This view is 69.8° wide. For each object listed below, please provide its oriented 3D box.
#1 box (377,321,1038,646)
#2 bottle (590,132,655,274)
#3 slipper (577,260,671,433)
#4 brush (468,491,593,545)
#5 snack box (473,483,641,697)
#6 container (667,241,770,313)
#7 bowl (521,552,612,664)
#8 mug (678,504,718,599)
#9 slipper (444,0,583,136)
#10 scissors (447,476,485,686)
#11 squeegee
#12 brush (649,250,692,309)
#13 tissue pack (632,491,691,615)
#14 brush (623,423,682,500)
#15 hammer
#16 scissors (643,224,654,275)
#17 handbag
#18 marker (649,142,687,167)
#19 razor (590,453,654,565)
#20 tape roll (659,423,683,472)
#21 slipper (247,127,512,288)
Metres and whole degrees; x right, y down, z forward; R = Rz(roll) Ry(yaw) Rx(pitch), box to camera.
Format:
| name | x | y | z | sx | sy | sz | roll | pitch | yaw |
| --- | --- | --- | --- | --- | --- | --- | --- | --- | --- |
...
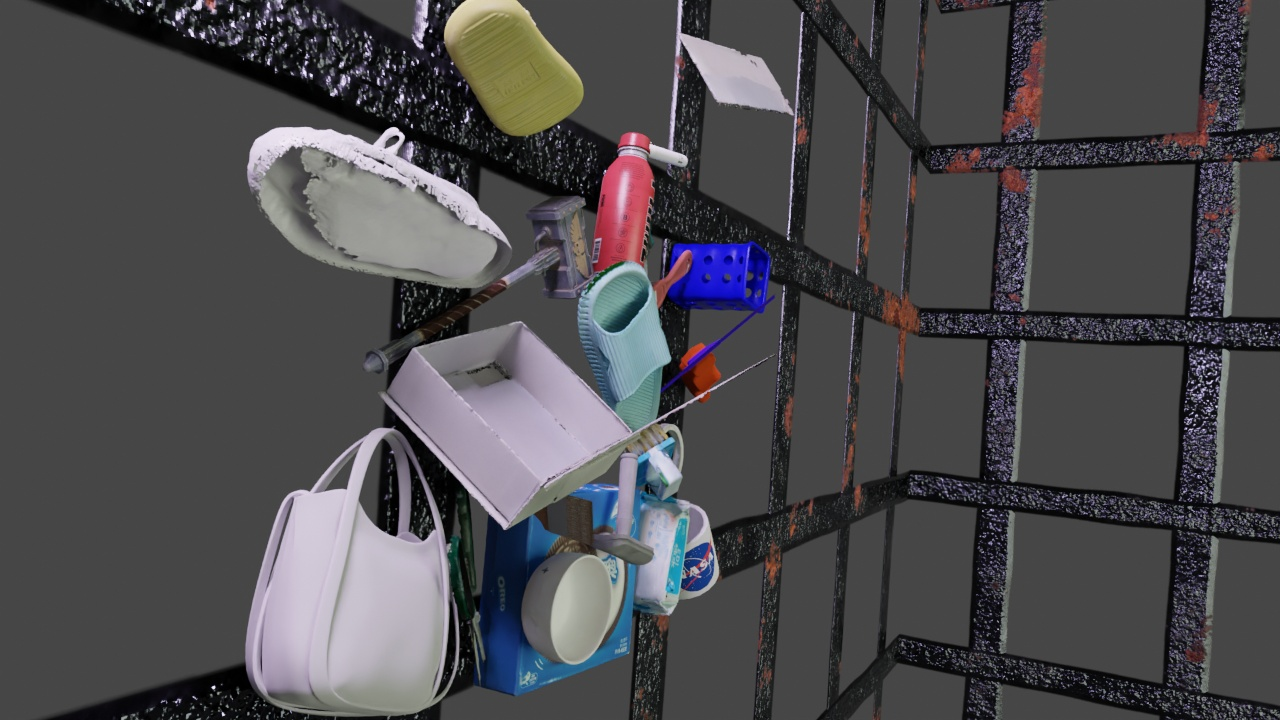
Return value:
| name | x | y | z | sx | sy | sz | roll | pitch | yaw |
| --- | --- | --- | --- | --- | --- | --- | --- | --- | --- |
| box | 0.041 | 0.069 | 0.727 | 0.166 | 0.507 | 0.149 | -23 | 118 | -61 |
| bottle | -0.018 | -0.175 | 1.061 | 0.062 | 0.062 | 0.176 | 24 | 72 | -61 |
| slipper | -0.006 | 0.006 | 1.043 | 0.115 | 0.069 | 0.277 | -43 | 144 | -33 |
| brush | -0.106 | 0.130 | 0.840 | 0.008 | 0.143 | 0.045 | -38 | 135 | -53 |
| snack box | -0.081 | 0.236 | 0.994 | 0.238 | 0.056 | 0.195 | 11 | 83 | -61 |
| container | 0.106 | -0.113 | 1.249 | 0.084 | 0.114 | 0.085 | 23 | 73 | -61 |
| bowl | -0.076 | 0.237 | 0.887 | 0.104 | 0.054 | 0.105 | -1 | 91 | -58 |
| mug | 0.039 | 0.257 | 1.208 | 0.121 | 0.091 | 0.090 | -25 | 122 | -20 |
| slipper | -0.124 | -0.279 | 0.842 | 0.081 | 0.092 | 0.190 | 59 | 8 | 21 |
| scissors | -0.159 | 0.199 | 0.849 | 0.154 | 0.015 | 0.210 | -105 | -169 | -49 |
| squeegee | 0.081 | 0.017 | 1.257 | 0.249 | 0.055 | 0.185 | -39 | 158 | -9 |
| brush | 0.019 | -0.093 | 1.165 | 0.171 | 0.030 | 0.041 | -51 | 148 | -43 |
| tissue pack | 0.009 | 0.235 | 1.129 | 0.061 | 0.093 | 0.144 | 36 | 62 | -61 |
| brush | 0.015 | 0.132 | 1.108 | 0.055 | 0.075 | 0.136 | -30 | 163 | -14 |
| hammer | -0.144 | -0.062 | 0.861 | 0.320 | 0.044 | 0.098 | -42 | 129 | -50 |
| scissors | -0.003 | -0.159 | 1.138 | 0.138 | 0.019 | 0.128 | 41 | 64 | -60 |
| handbag | -0.215 | 0.166 | 0.738 | 0.216 | 0.096 | 0.222 | 48 | 40 | -57 |
| marker | 0.028 | -0.267 | 1.185 | 0.133 | 0.017 | 0.020 | -7 | 101 | -62 |
| razor | -0.016 | 0.159 | 1.012 | 0.088 | 0.047 | 0.116 | 41 | 48 | -56 |
| tape roll | 0.034 | 0.132 | 1.249 | 0.092 | 0.013 | 0.093 | -13 | 104 | -61 |
| slipper | -0.196 | -0.121 | 0.716 | 0.112 | 0.074 | 0.246 | -57 | 151 | 10 |
